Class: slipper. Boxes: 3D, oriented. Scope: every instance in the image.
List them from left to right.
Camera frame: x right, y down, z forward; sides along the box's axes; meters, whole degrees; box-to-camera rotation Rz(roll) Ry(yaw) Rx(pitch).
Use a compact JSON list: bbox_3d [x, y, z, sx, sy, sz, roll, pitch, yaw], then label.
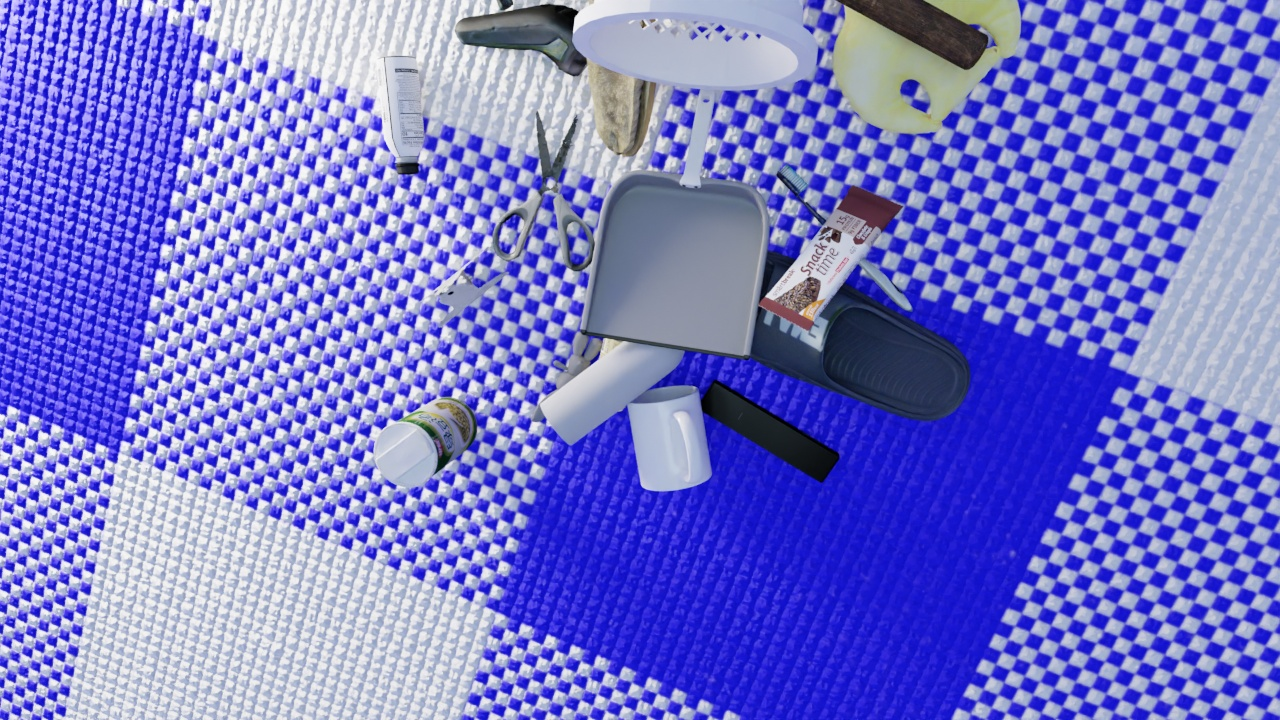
[{"bbox_3d":[0.190,-0.013,0.881,0.268,0.083,0.111,26,107,4],"label":"slipper"}]

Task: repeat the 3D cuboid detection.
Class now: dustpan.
[{"bbox_3d":[0.044,-0.139,0.879,0.163,0.033,0.257,9,79,9],"label":"dustpan"}]

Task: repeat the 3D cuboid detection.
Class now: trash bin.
[{"bbox_3d":[0.054,-0.343,0.732,0.195,0.195,0.199,7,92,9],"label":"trash bin"}]

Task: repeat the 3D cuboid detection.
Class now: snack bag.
[{"bbox_3d":[0.177,-0.099,0.855,0.057,0.013,0.157,32,74,29],"label":"snack bag"}]

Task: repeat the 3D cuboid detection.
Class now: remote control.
[{"bbox_3d":[0.132,0.072,0.944,0.150,0.013,0.034,31,109,4],"label":"remote control"}]

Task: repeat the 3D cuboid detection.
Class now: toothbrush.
[{"bbox_3d":[0.201,-0.118,0.892,0.017,0.016,0.189,-43,91,6],"label":"toothbrush"}]

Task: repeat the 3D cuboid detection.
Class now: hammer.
[{"bbox_3d":[0.145,-0.305,0.807,0.300,0.037,0.218,37,113,17],"label":"hammer"}]

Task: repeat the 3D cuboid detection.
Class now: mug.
[{"bbox_3d":[0.035,0.080,0.916,0.073,0.110,0.090,-12,100,-15],"label":"mug"}]

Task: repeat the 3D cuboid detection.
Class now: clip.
[{"bbox_3d":[-0.190,-0.075,0.965,0.102,0.052,0.058,-37,132,16],"label":"clip"}]

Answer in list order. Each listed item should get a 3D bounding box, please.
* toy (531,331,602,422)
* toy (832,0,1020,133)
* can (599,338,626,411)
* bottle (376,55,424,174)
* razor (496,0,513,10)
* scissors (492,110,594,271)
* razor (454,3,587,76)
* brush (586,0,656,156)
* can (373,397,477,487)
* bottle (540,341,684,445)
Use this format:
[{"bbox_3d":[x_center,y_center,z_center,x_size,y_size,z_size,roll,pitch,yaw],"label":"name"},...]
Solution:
[{"bbox_3d":[-0.074,0.024,0.966,0.049,0.030,0.112,23,100,-10],"label":"toy"},{"bbox_3d":[0.248,-0.295,0.821,0.155,0.064,0.171,44,104,-2],"label":"toy"},{"bbox_3d":[-0.026,0.010,0.949,0.038,0.038,0.079,15,104,8],"label":"can"},{"bbox_3d":[-0.243,-0.249,0.938,0.041,0.041,0.116,-1,101,11],"label":"bottle"},{"bbox_3d":[-0.083,-0.391,0.888,0.144,0.022,0.042,-22,97,14],"label":"razor"},{"bbox_3d":[-0.097,-0.162,0.941,0.166,0.012,0.157,-33,96,15],"label":"scissors"},{"bbox_3d":[-0.109,-0.313,0.898,0.151,0.053,0.067,6,121,16],"label":"razor"},{"bbox_3d":[-0.018,-0.287,0.845,0.059,0.043,0.195,8,109,25],"label":"brush"},{"bbox_3d":[-0.222,0.083,0.959,0.067,0.120,0.067,2,101,11],"label":"can"},{"bbox_3d":[-0.005,0.005,0.901,0.195,0.052,0.052,-37,93,4],"label":"bottle"}]
